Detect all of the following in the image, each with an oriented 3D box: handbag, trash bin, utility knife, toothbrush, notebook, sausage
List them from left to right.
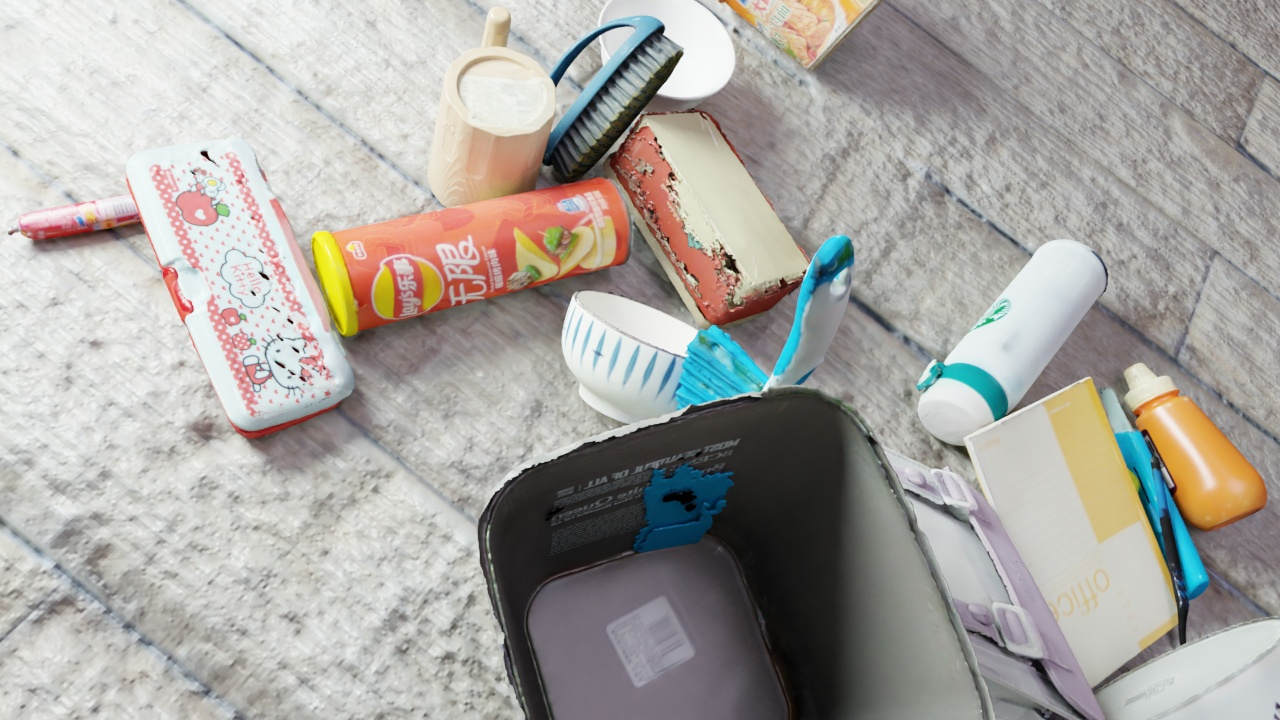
[{"bbox_3d":[-0.337,-0.104,0.618,0.155,0.020,0.020,-18,72,-26],"label":"sausage"},{"bbox_3d":[0.026,0.151,0.487,0.198,0.220,0.198,-15,71,-14],"label":"trash bin"},{"bbox_3d":[0.192,0.151,0.585,0.145,0.099,0.196,24,30,-18],"label":"handbag"},{"bbox_3d":[0.334,0.131,0.700,0.145,0.010,0.206,-20,88,-26],"label":"notebook"},{"bbox_3d":[0.420,0.104,0.760,0.018,0.034,0.185,-7,65,-11],"label":"utility knife"},{"bbox_3d":[0.420,0.168,0.716,0.014,0.016,0.189,4,76,-34],"label":"toothbrush"},{"bbox_3d":[0.389,0.309,0.547,0.229,0.230,0.251,-19,67,-25],"label":"trash bin"}]

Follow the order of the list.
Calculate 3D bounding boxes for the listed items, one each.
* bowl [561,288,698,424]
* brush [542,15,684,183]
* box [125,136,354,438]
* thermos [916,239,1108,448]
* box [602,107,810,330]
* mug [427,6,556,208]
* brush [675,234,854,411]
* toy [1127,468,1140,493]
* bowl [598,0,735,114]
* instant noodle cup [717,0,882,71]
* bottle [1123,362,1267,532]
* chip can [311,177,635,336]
[{"bbox_3d":[-0.004,0.004,0.636,0.116,0.116,0.066,21,105,-7],"label":"bowl"},{"bbox_3d":[-0.034,-0.206,0.702,0.073,0.144,0.055,45,29,0],"label":"brush"},{"bbox_3d":[-0.257,-0.052,0.592,0.086,0.048,0.201,-23,80,-27],"label":"box"},{"bbox_3d":[0.306,-0.017,0.760,0.073,0.073,0.223,45,61,6],"label":"thermos"},{"bbox_3d":[0.054,-0.115,0.706,0.091,0.077,0.168,-19,72,-42],"label":"box"},{"bbox_3d":[-0.110,-0.182,0.681,0.084,0.104,0.124,4,64,-16],"label":"mug"},{"bbox_3d":[0.068,0.012,0.517,0.060,0.315,0.109,-36,58,-16],"label":"brush"},{"bbox_3d":[0.356,0.099,0.741,0.100,0.031,0.096,34,60,-5],"label":"toy"},{"bbox_3d":[0.014,-0.247,0.776,0.118,0.065,0.118,7,63,-14],"label":"bowl"},{"bbox_3d":[0.160,-0.346,0.832,0.111,0.152,0.151,45,60,-3],"label":"instant noodle cup"},{"bbox_3d":[0.457,0.067,0.775,0.066,0.067,0.149,-10,62,-22],"label":"bottle"},{"bbox_3d":[-0.113,-0.076,0.649,0.216,0.073,0.073,-16,71,-25],"label":"chip can"}]
